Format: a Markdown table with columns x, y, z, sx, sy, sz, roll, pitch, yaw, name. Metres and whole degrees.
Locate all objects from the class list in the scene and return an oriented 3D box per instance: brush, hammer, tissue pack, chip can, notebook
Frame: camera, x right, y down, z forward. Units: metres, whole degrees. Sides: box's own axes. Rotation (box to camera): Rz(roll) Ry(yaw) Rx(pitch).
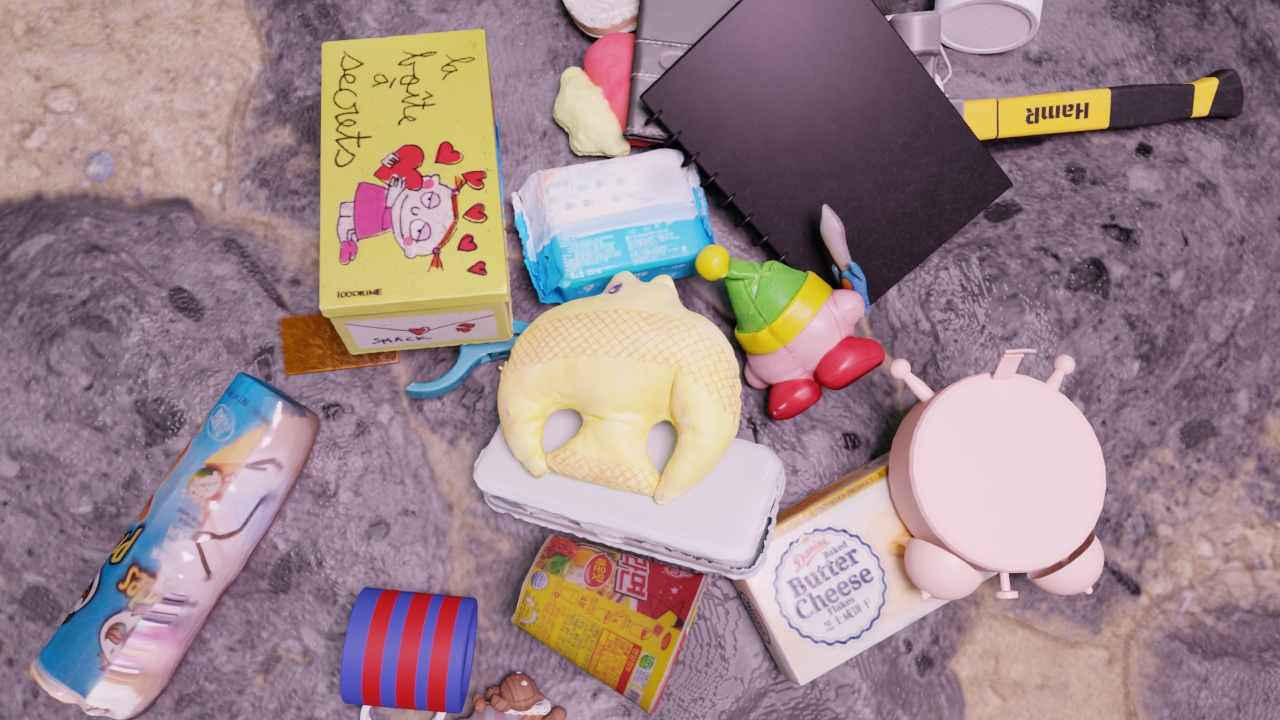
| x | y | z | sx | sy | sz | roll | pitch | yaw | name |
| --- | --- | --- | --- | --- | --- | --- | --- | --- | --- |
| -0.200 | -0.018 | 0.675 | 0.126 | 0.017 | 0.048 | -7 | 81 | -5 | brush |
| 0.336 | -0.190 | 0.719 | 0.324 | 0.034 | 0.170 | -9 | 107 | -13 | hammer |
| -0.020 | -0.099 | 0.680 | 0.144 | 0.062 | 0.093 | -13 | 80 | -10 | tissue pack |
| -0.302 | 0.122 | 0.617 | 0.080 | 0.080 | 0.229 | 31 | 80 | 1 | chip can |
| 0.080 | -0.258 | 0.680 | 0.169 | 0.029 | 0.209 | 5 | 91 | -4 | notebook |
| 0.132 | -0.154 | 0.660 | 0.169 | 0.019 | 0.231 | -41 | 106 | 11 | notebook |

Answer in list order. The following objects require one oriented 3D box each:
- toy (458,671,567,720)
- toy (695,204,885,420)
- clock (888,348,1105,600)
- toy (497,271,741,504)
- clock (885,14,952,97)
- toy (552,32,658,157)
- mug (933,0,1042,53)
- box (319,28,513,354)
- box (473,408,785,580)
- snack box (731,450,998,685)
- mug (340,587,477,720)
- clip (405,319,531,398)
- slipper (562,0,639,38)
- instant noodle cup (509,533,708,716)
| x | y | z | sx | sy | sz | roll | pitch | yaw | name |
| --- | --- | --- | --- | --- | --- | --- | --- | --- | --- |
| -0.102 | 0.254 | 0.627 | 0.101 | 0.042 | 0.055 | -28 | 106 | -16 | toy |
| 0.105 | -0.033 | 0.652 | 0.124 | 0.096 | 0.131 | -34 | 80 | 35 | toy |
| 0.238 | 0.076 | 0.605 | 0.131 | 0.086 | 0.160 | -1 | 86 | -4 | clock |
| -0.015 | 0.011 | 0.613 | 0.171 | 0.064 | 0.154 | 8 | 77 | 16 | toy |
| 0.185 | -0.224 | 0.724 | 0.124 | 0.044 | 0.087 | -20 | 83 | -6 | clock |
| -0.004 | -0.210 | 0.706 | 0.135 | 0.045 | 0.091 | -34 | 90 | -3 | toy |
| 0.279 | -0.311 | 0.727 | 0.082 | 0.082 | 0.105 | 11 | 81 | -3 | mug |
| -0.156 | -0.122 | 0.642 | 0.124 | 0.079 | 0.220 | -4 | 68 | -5 | box |
| -0.008 | 0.084 | 0.635 | 0.214 | 0.063 | 0.118 | 10 | 55 | 17 | box |
| 0.171 | 0.132 | 0.658 | 0.207 | 0.057 | 0.104 | -27 | 83 | -8 | snack box |
| -0.155 | 0.211 | 0.620 | 0.076 | 0.075 | 0.112 | 6 | 106 | -3 | mug |
| -0.130 | -0.008 | 0.664 | 0.120 | 0.033 | 0.118 | 33 | 68 | -3 | clip |
| 0.067 | -0.326 | 0.728 | 0.272 | 0.054 | 0.114 | -20 | 80 | -3 | slipper |
| -0.023 | 0.169 | 0.623 | 0.112 | 0.100 | 0.100 | 24 | 79 | 8 | instant noodle cup |
